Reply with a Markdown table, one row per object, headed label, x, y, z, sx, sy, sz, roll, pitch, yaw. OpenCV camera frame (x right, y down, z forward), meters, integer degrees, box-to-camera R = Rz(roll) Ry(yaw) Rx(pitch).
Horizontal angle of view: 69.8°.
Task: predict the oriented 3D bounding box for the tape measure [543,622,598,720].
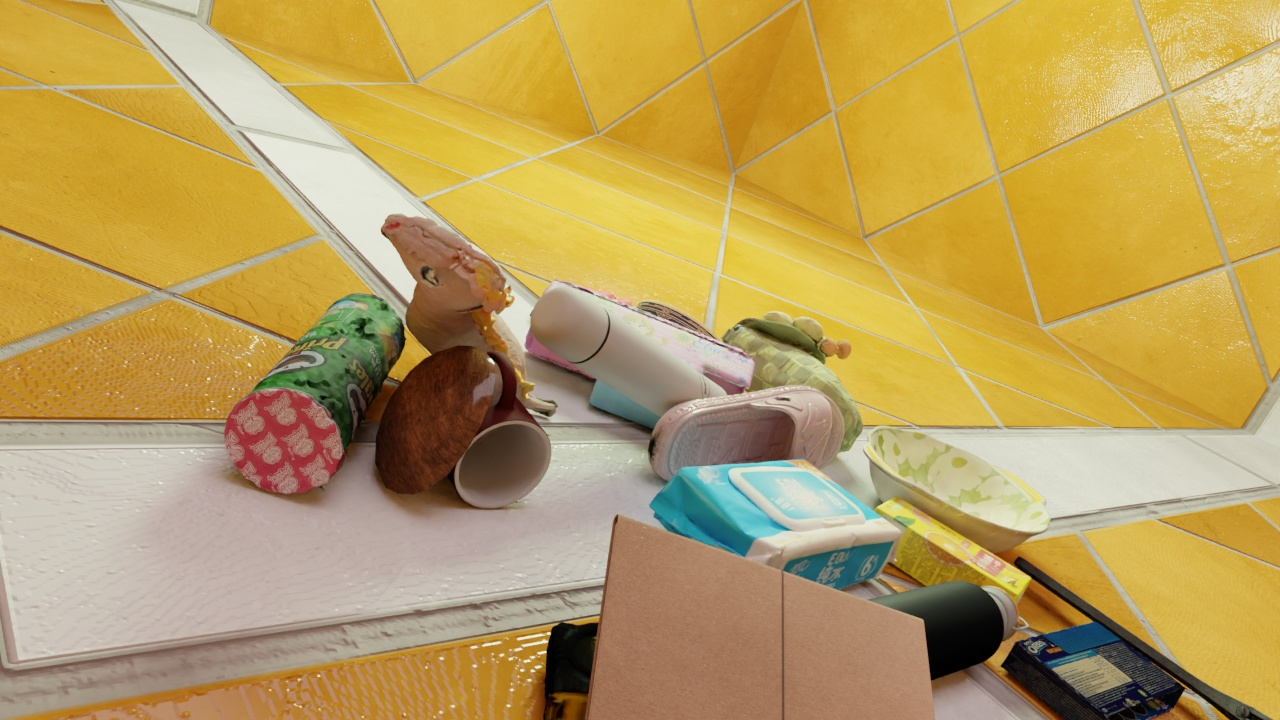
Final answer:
| label | x | y | z | sx | sy | sz | roll | pitch | yaw |
| --- | --- | --- | --- | --- | --- | --- | --- | --- | --- |
| tape measure | -0.020 | 0.173 | 0.496 | 0.062 | 0.038 | 0.067 | 10 | 19 | -10 |

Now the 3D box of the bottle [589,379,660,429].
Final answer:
| label | x | y | z | sx | sy | sz | roll | pitch | yaw |
| --- | --- | --- | --- | --- | --- | --- | --- | --- | --- |
| bottle | 0.017 | 0.047 | 0.886 | 0.130 | 0.040 | 0.040 | 21 | 18 | -1 |

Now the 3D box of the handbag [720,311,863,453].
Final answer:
| label | x | y | z | sx | sy | sz | roll | pitch | yaw |
| --- | --- | --- | --- | --- | --- | --- | --- | --- | --- |
| handbag | 0.182 | 0.014 | 1.022 | 0.113 | 0.117 | 0.186 | 41 | 0 | -44 |

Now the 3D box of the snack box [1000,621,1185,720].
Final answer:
| label | x | y | z | sx | sy | sz | roll | pitch | yaw |
| --- | --- | --- | --- | --- | --- | --- | --- | --- | --- |
| snack box | 0.354 | 0.246 | 0.716 | 0.150 | 0.027 | 0.082 | 8 | 21 | -40 |

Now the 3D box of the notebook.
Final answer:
| label | x | y | z | sx | sy | sz | roll | pitch | yaw |
| --- | --- | --- | --- | --- | --- | --- | --- | --- | --- |
| notebook | 0.073 | 0.177 | 0.500 | 0.209 | 0.008 | 0.141 | 21 | 46 | -14 |

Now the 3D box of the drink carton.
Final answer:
| label | x | y | z | sx | sy | sz | roll | pitch | yaw |
| --- | --- | --- | --- | --- | --- | --- | --- | --- | --- |
| drink carton | 0.266 | 0.173 | 0.800 | 0.134 | 0.043 | 0.058 | 32 | 20 | 28 |

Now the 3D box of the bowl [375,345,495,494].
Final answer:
| label | x | y | z | sx | sy | sz | roll | pitch | yaw |
| --- | --- | --- | --- | --- | --- | --- | --- | --- | --- |
| bowl | -0.148 | 0.034 | 0.625 | 0.102 | 0.114 | 0.026 | 4 | -27 | 43 |

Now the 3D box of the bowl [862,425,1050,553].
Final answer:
| label | x | y | z | sx | sy | sz | roll | pitch | yaw |
| --- | --- | --- | --- | --- | --- | --- | --- | --- | --- |
| bowl | 0.304 | 0.138 | 0.918 | 0.219 | 0.060 | 0.188 | 10 | 22 | -28 |

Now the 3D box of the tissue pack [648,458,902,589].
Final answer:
| label | x | y | z | sx | sy | sz | roll | pitch | yaw |
| --- | --- | --- | --- | --- | --- | --- | --- | --- | --- |
| tissue pack | 0.115 | 0.131 | 0.723 | 0.209 | 0.066 | 0.117 | 4 | 26 | -46 |

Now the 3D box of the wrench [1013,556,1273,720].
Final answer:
| label | x | y | z | sx | sy | sz | roll | pitch | yaw |
| --- | --- | --- | --- | --- | --- | --- | --- | --- | --- |
| wrench | 0.433 | 0.250 | 0.771 | 0.273 | 0.018 | 0.073 | 38 | -5 | 43 |

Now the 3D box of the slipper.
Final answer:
| label | x | y | z | sx | sy | sz | roll | pitch | yaw |
| --- | --- | --- | --- | --- | --- | --- | --- | --- | --- |
| slipper | 0.115 | 0.076 | 0.829 | 0.238 | 0.094 | 0.064 | 1 | 22 | -39 |

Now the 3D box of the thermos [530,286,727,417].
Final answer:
| label | x | y | z | sx | sy | sz | roll | pitch | yaw |
| --- | --- | --- | --- | --- | --- | --- | --- | --- | --- |
| thermos | -0.005 | 0.005 | 0.771 | 0.224 | 0.052 | 0.052 | 33 | 5 | -46 |

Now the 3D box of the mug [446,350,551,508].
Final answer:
| label | x | y | z | sx | sy | sz | roll | pitch | yaw |
| --- | --- | --- | --- | --- | --- | --- | --- | --- | --- |
| mug | -0.111 | 0.040 | 0.660 | 0.073 | 0.106 | 0.082 | -2 | 29 | -33 |

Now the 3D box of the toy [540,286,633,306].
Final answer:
| label | x | y | z | sx | sy | sz | roll | pitch | yaw |
| --- | --- | --- | --- | --- | --- | --- | --- | --- | --- |
| toy | -0.064 | -0.062 | 1.096 | 0.092 | 0.045 | 0.134 | 36 | 29 | 31 |

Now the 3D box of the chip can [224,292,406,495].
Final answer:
| label | x | y | z | sx | sy | sz | roll | pitch | yaw |
| --- | --- | --- | --- | --- | --- | --- | --- | --- | --- |
| chip can | -0.224 | 0.014 | 0.664 | 0.075 | 0.075 | 0.223 | 18 | 18 | -10 |

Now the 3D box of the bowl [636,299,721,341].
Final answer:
| label | x | y | z | sx | sy | sz | roll | pitch | yaw |
| --- | --- | --- | --- | --- | --- | --- | --- | --- | --- |
| bowl | 0.031 | -0.010 | 1.010 | 0.112 | 0.061 | 0.112 | 30 | -14 | 8 |

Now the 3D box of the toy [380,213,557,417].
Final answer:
| label | x | y | z | sx | sy | sz | roll | pitch | yaw |
| --- | --- | --- | --- | --- | --- | --- | --- | --- | --- |
| toy | -0.116 | -0.024 | 0.698 | 0.196 | 0.065 | 0.265 | 33 | -18 | -12 |

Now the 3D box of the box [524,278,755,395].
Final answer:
| label | x | y | z | sx | sy | sz | roll | pitch | yaw |
| --- | --- | --- | --- | --- | --- | --- | --- | --- | --- |
| box | -0.003 | -0.004 | 0.915 | 0.230 | 0.085 | 0.096 | 22 | 9 | 1 |

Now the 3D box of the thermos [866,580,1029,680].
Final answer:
| label | x | y | z | sx | sy | sz | roll | pitch | yaw |
| --- | --- | --- | --- | --- | --- | --- | --- | --- | --- |
| thermos | 0.205 | 0.192 | 0.649 | 0.230 | 0.061 | 0.061 | 4 | 25 | -42 |
